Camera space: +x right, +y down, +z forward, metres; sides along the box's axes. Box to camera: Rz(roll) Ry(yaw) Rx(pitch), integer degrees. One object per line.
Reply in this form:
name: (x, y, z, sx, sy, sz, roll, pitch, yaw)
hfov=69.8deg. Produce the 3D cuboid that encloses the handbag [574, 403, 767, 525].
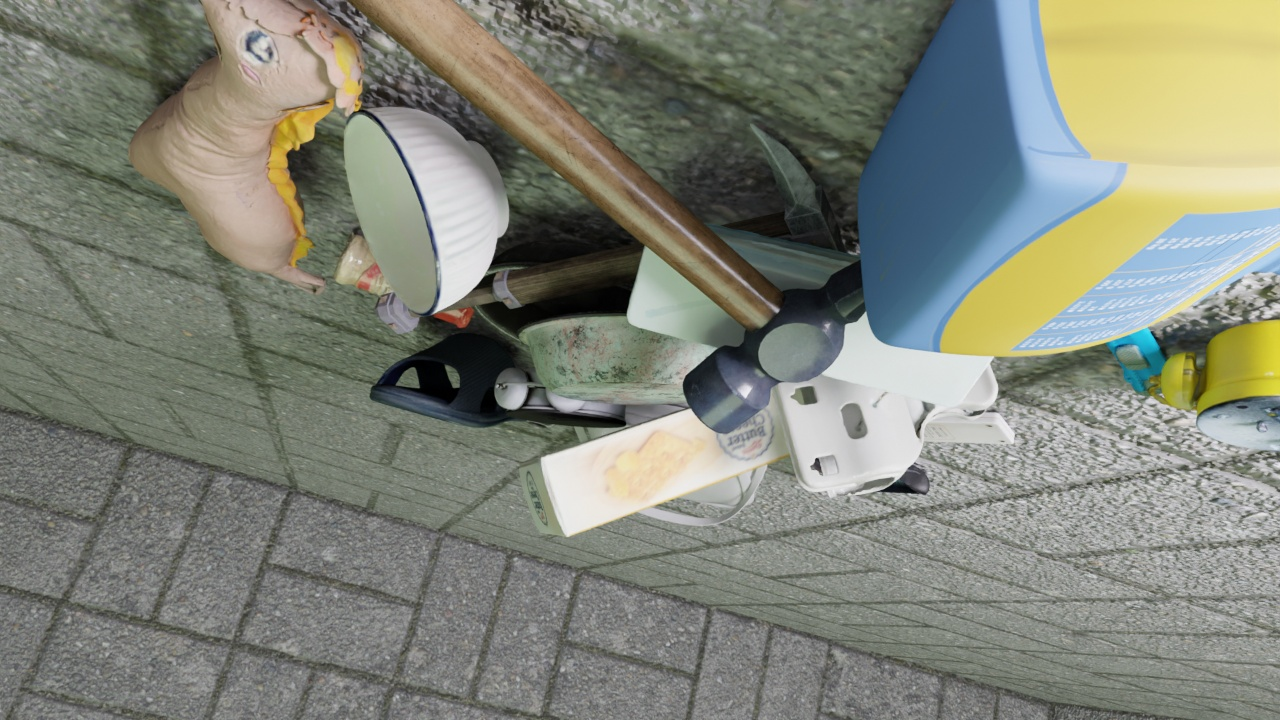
handbag: (0.019, 0.068, 0.880, 0.216, 0.095, 0.223, 10, 151, 14)

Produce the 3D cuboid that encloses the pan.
pan: (-0.057, -0.006, 0.762, 0.187, 0.055, 0.358, 17, 161, -9)

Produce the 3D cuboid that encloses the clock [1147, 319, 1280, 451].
clock: (0.358, 0.019, 0.533, 0.083, 0.057, 0.119, 23, 159, -24)

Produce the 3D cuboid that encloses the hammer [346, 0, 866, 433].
hammer: (-0.025, -0.094, 0.422, 0.321, 0.040, 0.130, 38, 122, -19)

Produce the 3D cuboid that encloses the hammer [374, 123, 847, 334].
hammer: (-0.037, -0.056, 0.563, 0.317, 0.028, 0.147, -9, 143, 25)

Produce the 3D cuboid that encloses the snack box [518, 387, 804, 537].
snack box: (0.022, 0.068, 0.675, 0.207, 0.057, 0.104, -17, 177, -17)

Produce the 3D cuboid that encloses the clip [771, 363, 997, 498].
clip: (0.155, 0.023, 0.615, 0.152, 0.126, 0.097, -7, 161, -16)

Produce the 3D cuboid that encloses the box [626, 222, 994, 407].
box: (0.094, -0.030, 0.503, 0.199, 0.066, 0.083, 13, 160, -1)

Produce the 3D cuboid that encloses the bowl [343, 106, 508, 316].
bowl: (-0.117, -0.091, 0.527, 0.062, 0.118, 0.118, -24, 179, -29)

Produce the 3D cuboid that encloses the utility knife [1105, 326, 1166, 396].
utility knife: (0.294, -0.013, 0.559, 0.031, 0.015, 0.178, -10, 149, 40)

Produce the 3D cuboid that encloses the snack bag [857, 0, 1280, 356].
snack bag: (0.206, -0.069, 0.354, 0.205, 0.102, 0.159, 2, 161, -3)

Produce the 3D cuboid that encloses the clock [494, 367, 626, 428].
clock: (-0.062, 0.028, 0.715, 0.095, 0.035, 0.122, 1, 168, 24)

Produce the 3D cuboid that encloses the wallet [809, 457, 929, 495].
wallet: (0.226, 0.108, 0.923, 0.089, 0.026, 0.115, -4, 154, 43)

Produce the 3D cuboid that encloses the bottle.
bottle: (-0.180, -0.062, 0.716, 0.109, 0.044, 0.044, 20, 160, -16)

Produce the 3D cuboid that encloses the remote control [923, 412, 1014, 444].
remote control: (0.245, 0.056, 0.789, 0.136, 0.011, 0.050, -1, 155, 38)

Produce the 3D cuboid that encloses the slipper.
slipper: (-0.164, 0.015, 0.882, 0.101, 0.082, 0.263, 10, 180, 18)

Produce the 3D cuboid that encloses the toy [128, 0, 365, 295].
toy: (-0.211, -0.119, 0.536, 0.265, 0.065, 0.196, -8, 141, 45)

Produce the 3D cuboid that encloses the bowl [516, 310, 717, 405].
bowl: (-0.004, 0.004, 0.609, 0.157, 0.038, 0.157, 1, 170, 0)
